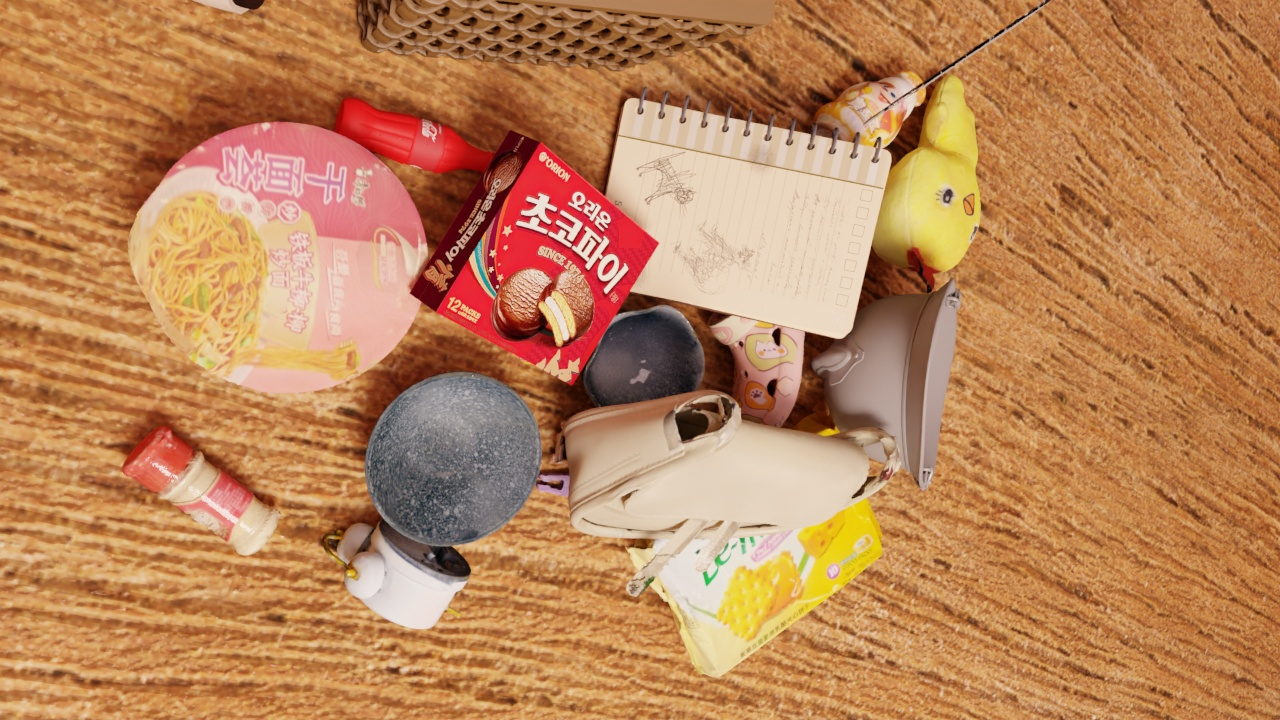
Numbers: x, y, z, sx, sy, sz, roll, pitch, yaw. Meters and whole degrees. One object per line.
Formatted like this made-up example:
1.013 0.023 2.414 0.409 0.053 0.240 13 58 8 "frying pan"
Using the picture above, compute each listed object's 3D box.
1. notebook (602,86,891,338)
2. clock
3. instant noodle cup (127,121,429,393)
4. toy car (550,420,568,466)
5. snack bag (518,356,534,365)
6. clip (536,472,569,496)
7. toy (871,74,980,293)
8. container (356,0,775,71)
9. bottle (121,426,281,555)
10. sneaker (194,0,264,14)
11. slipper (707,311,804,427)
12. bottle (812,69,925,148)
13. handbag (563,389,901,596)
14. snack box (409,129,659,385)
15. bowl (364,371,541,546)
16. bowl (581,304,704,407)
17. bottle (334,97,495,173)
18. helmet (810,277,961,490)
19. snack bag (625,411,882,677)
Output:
0.080 -0.122 0.755 0.225 0.024 0.167 13 95 2 "notebook"
-0.189 0.158 0.707 0.117 0.083 0.057 31 92 -29 "clock"
-0.244 -0.072 0.635 0.178 0.078 0.179 -6 104 -24 "instant noodle cup"
-0.025 0.086 0.797 0.113 0.039 0.039 21 65 -29 "toy car"
-0.102 -0.036 0.741 0.020 0.026 0.099 -33 114 -23 "snack bag"
-0.065 0.106 0.796 0.051 0.013 0.032 13 93 -25 "clip"
0.275 -0.166 0.866 0.133 0.092 0.207 37 74 -49 "toy"
-0.057 -0.333 0.584 0.219 0.214 0.252 -4 102 -24 "container"
-0.311 0.094 0.655 0.044 0.044 0.109 -48 117 -10 "bottle"
-0.267 -0.371 0.561 0.116 0.111 0.294 13 95 -7 "sneaker"
0.099 -0.035 0.814 0.081 0.093 0.197 6 96 -8 "slipper"
0.209 -0.223 0.834 0.108 0.063 0.063 -36 113 -16 "bottle"
0.068 0.103 0.714 0.228 0.185 0.131 12 62 -38 "handbag"
-0.072 -0.070 0.679 0.152 0.036 0.132 32 89 -51 "snack box"
-0.151 0.071 0.720 0.137 0.057 0.137 -5 102 -25 "bowl"
-0.005 0.005 0.780 0.110 0.055 0.110 -5 102 -25 "bowl"
-0.163 -0.161 0.679 0.119 0.036 0.036 11 95 -28 "bottle"
0.218 0.017 0.836 0.271 0.118 0.183 34 67 -67 "helmet"
0.115 0.168 0.864 0.246 0.068 0.159 -30 108 -18 "snack bag"
